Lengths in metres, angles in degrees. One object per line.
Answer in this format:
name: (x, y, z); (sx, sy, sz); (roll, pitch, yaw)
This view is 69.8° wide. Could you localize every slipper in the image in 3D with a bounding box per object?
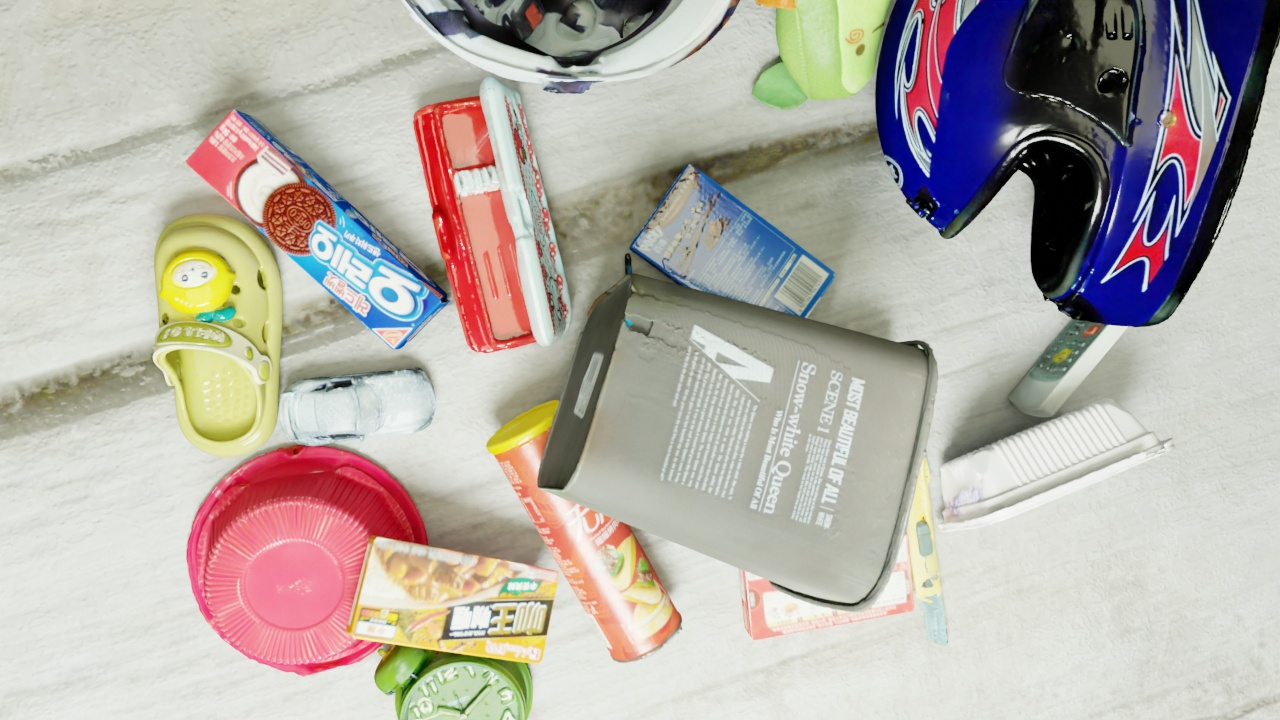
slipper: (-0.320, -0.015, 0.694); (0.091, 0.081, 0.190); (-3, 100, -11)

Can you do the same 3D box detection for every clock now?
clock: (-0.153, 0.272, 0.763); (0.116, 0.056, 0.161); (-21, 99, -6)

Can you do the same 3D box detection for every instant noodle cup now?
instant noodle cup: (-0.268, 0.168, 0.730); (0.193, 0.066, 0.194); (-1, 98, -9)
instant noodle cup: (0.338, 0.087, 0.782); (0.173, 0.138, 0.060); (-22, 78, -6)

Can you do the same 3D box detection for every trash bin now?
trash bin: (0.059, 0.051, 0.662); (0.219, 0.199, 0.198); (19, 79, -13)

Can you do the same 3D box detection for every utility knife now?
utility knife: (0.257, 0.169, 0.834); (0.031, 0.020, 0.195); (-10, 103, -1)

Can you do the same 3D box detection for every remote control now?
remote control: (0.382, -0.008, 0.807); (0.019, 0.056, 0.135); (40, 90, -10)

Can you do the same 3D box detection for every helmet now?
helmet: (-0.062, -0.304, 0.664); (0.258, 0.146, 0.229); (4, 98, -15)
helmet: (0.296, -0.194, 0.683); (0.240, 0.247, 0.316); (10, 101, 13)

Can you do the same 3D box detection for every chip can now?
chip can: (-0.045, 0.142, 0.754); (0.073, 0.073, 0.216); (-29, 100, -4)

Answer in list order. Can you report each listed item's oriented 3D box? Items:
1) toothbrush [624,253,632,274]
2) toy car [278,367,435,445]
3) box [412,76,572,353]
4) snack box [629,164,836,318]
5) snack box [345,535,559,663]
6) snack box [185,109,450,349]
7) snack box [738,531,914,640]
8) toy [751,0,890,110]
toothbrush: (-0.005, 0.004, 0.775); (0.016, 0.014, 0.189); (-3, 96, -9)
toy car: (-0.226, 0.037, 0.736); (0.120, 0.037, 0.054); (-7, 97, -11)
box: (-0.111, -0.106, 0.702); (0.095, 0.101, 0.201); (-13, 98, -8)
snack box: (0.077, -0.083, 0.769); (0.157, 0.026, 0.084); (35, 90, -10)
snack box: (-0.143, 0.187, 0.715); (0.153, 0.026, 0.075); (17, 75, -24)
snack box: (-0.242, -0.098, 0.706); (0.207, 0.057, 0.058); (44, 92, -11)
snack box: (0.165, 0.196, 0.815); (0.153, 0.025, 0.075); (-8, 99, -7)
toy: (0.154, -0.312, 0.694); (0.226, 0.090, 0.247); (-28, 133, -34)
